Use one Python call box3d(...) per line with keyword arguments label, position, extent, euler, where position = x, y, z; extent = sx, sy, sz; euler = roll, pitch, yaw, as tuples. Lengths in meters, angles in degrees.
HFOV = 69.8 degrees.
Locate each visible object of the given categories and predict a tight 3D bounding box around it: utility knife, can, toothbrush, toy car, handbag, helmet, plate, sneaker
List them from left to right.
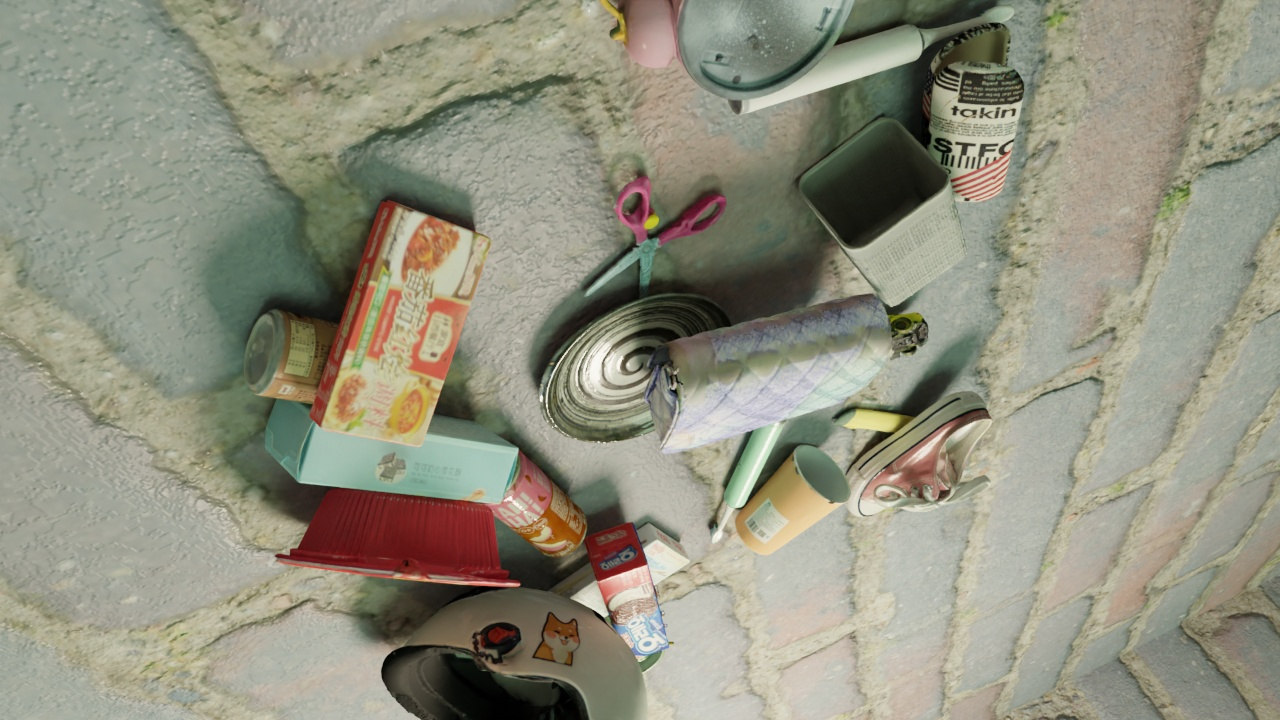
box3d(label="can", position=(-0.207, 0.004, 0.637), extent=(0.116, 0.058, 0.059), euler=(15, 125, -41))
box3d(label="can", position=(-0.102, 0.130, 0.841), extent=(0.058, 0.058, 0.147), euler=(-31, 141, 3))
box3d(label="helmet", position=(-0.109, 0.324, 0.951), extent=(0.231, 0.274, 0.156), euler=(105, 13, -44))
box3d(label="plate", position=(-0.005, 0.005, 0.788), extent=(0.179, 0.024, 0.180), euler=(-18, 141, -15))
box3d(label="toothbrush", position=(0.111, 0.131, 0.995), extent=(0.026, 0.027, 0.225), euler=(3, 133, -16))
box3d(label="handbag", position=(0.099, 0.009, 0.765), extent=(0.193, 0.075, 0.134), euler=(-15, 161, -16))
box3d(label="toy car", position=(0.227, -0.018, 0.894), extent=(0.105, 0.032, 0.048), euler=(-22, 143, 10))
box3d(label="toothbrush", position=(0.164, -0.215, 0.640), extent=(0.221, 0.026, 0.027), euler=(-20, 116, -11))
box3d(label="utility knife", position=(0.303, 0.077, 1.055), extent=(0.220, 0.022, 0.031), euler=(14, 130, -33))
box3d(label="sneaker", position=(0.320, 0.132, 1.057), extent=(0.118, 0.087, 0.242), euler=(0, 145, -29))

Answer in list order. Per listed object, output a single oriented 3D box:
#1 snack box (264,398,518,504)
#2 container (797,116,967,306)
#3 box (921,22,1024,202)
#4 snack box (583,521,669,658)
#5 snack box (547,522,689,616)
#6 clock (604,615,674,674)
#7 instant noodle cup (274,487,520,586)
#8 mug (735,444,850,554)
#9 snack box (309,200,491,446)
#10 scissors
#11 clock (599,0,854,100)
box3d(label="snack box", position=(-0.186, 0.067, 0.696), extent=(0.174, 0.074, 0.051), euler=(14, 95, -41))
box3d(label="container", position=(0.197, -0.111, 0.727), extent=(0.090, 0.090, 0.114), euler=(-36, 144, 11))
box3d(label="box", position=(0.246, -0.190, 0.697), extent=(0.075, 0.083, 0.163), euler=(4, 160, 18))
box3d(label="snack box", position=(-0.011, 0.256, 0.994), extent=(0.058, 0.057, 0.208), euler=(-19, 140, -6))
box3d(label="snack box", position=(-0.029, 0.248, 1.042), extent=(0.157, 0.027, 0.084), euler=(-36, 140, 9))
box3d(label="clock", position=(-0.041, 0.360, 1.137), extent=(0.161, 0.056, 0.116), euler=(-23, 140, -6))
box3d(label="instant noodle cup", position=(-0.191, 0.143, 0.747), extent=(0.194, 0.065, 0.194), euler=(5, 166, 1))
box3d(label="mug", position=(0.165, 0.161, 1.026), extent=(0.078, 0.078, 0.123), euler=(11, 132, -39))
box3d(label="snack box", position=(-0.158, -0.022, 0.609), extent=(0.075, 0.025, 0.153), euler=(17, 95, -41))
box3d(label="scissors", position=(0.012, -0.091, 0.698), extent=(0.130, 0.017, 0.134), euler=(-19, 145, -15))
box3d(label="clock", position=(0.048, -0.221, 0.538), extent=(0.158, 0.059, 0.117), euler=(-3, 137, -30))
